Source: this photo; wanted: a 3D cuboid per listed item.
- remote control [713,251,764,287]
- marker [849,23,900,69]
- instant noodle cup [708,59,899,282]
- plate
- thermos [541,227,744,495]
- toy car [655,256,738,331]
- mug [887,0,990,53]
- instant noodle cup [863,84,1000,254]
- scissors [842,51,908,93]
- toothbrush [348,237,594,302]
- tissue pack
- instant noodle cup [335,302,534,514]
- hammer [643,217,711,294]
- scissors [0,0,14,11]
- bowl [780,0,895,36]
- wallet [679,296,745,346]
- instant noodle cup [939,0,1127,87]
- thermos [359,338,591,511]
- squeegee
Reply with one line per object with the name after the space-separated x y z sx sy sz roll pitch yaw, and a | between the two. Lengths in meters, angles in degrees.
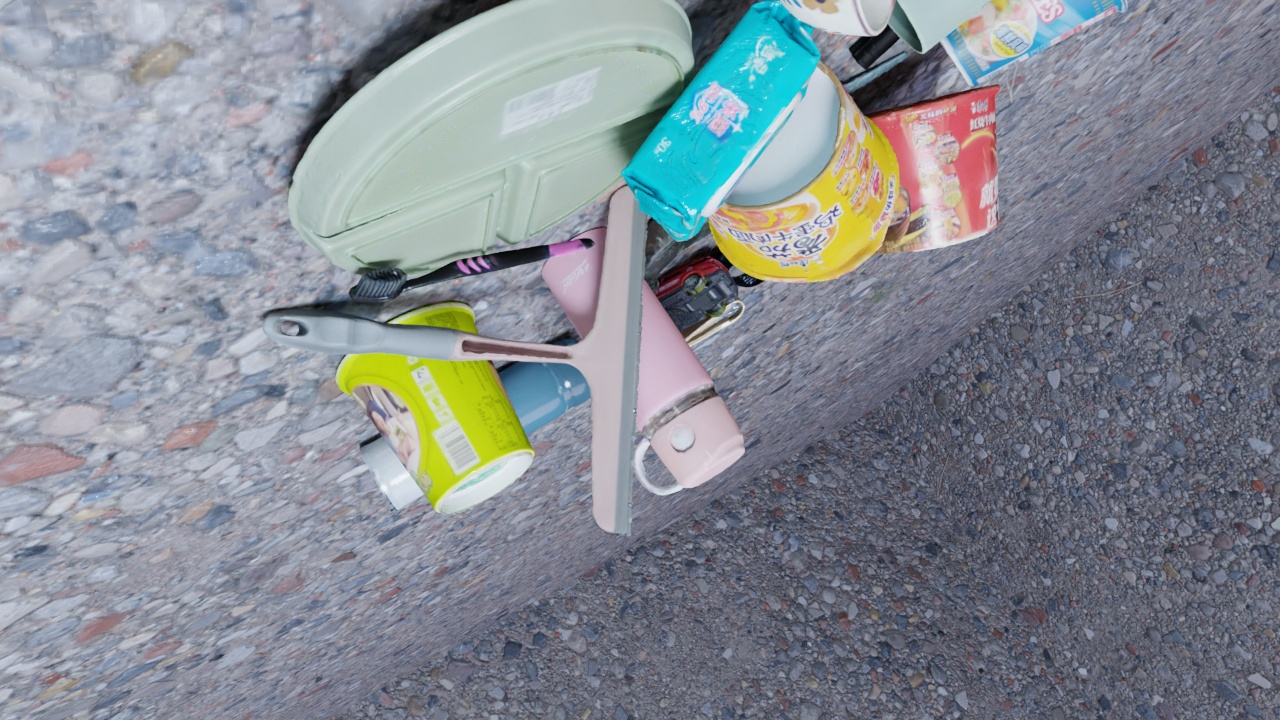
0.102 -0.099 0.910 0.053 0.024 0.136 -36 163 18 | remote control
0.200 -0.256 0.635 0.022 0.020 0.132 23 129 -37 | marker
0.093 -0.131 0.606 0.138 0.138 0.109 -37 157 12 | instant noodle cup
-0.068 -0.107 0.483 0.230 0.027 0.230 -29 172 -5 | plate
-0.004 0.004 0.684 0.087 0.198 0.067 -37 166 20 | thermos
0.031 -0.053 0.851 0.121 0.045 0.053 -29 136 16 | toy car
0.180 -0.246 0.530 0.106 0.082 0.111 -39 -166 16 | mug
0.223 -0.149 0.729 0.138 0.108 0.137 -14 -168 3 | instant noodle cup
0.158 -0.208 0.709 0.133 0.017 0.056 -32 160 -17 | scissors
-0.091 -0.060 0.549 0.188 0.014 0.018 -21 159 -47 | toothbrush
0.048 -0.130 0.509 0.133 0.050 0.093 -51 178 7 | tissue pack
-0.139 0.040 0.660 0.111 0.123 0.112 -31 165 -9 | instant noodle cup
0.131 -0.150 0.797 0.322 0.032 0.126 -27 165 -21 | hammer
-0.136 -0.163 0.254 0.228 0.021 0.190 -19 155 -28 | scissors
0.082 -0.208 0.423 0.062 0.113 0.113 6 -177 27 | bowl
0.058 -0.044 0.910 0.087 0.024 0.115 -37 -165 7 | wallet
0.265 -0.253 0.648 0.110 0.099 0.099 -33 167 26 | instant noodle cup
-0.136 0.053 0.819 0.220 0.070 0.070 -29 164 -14 | thermos
-0.116 -0.011 0.599 0.249 0.247 0.040 5 177 -30 | squeegee
